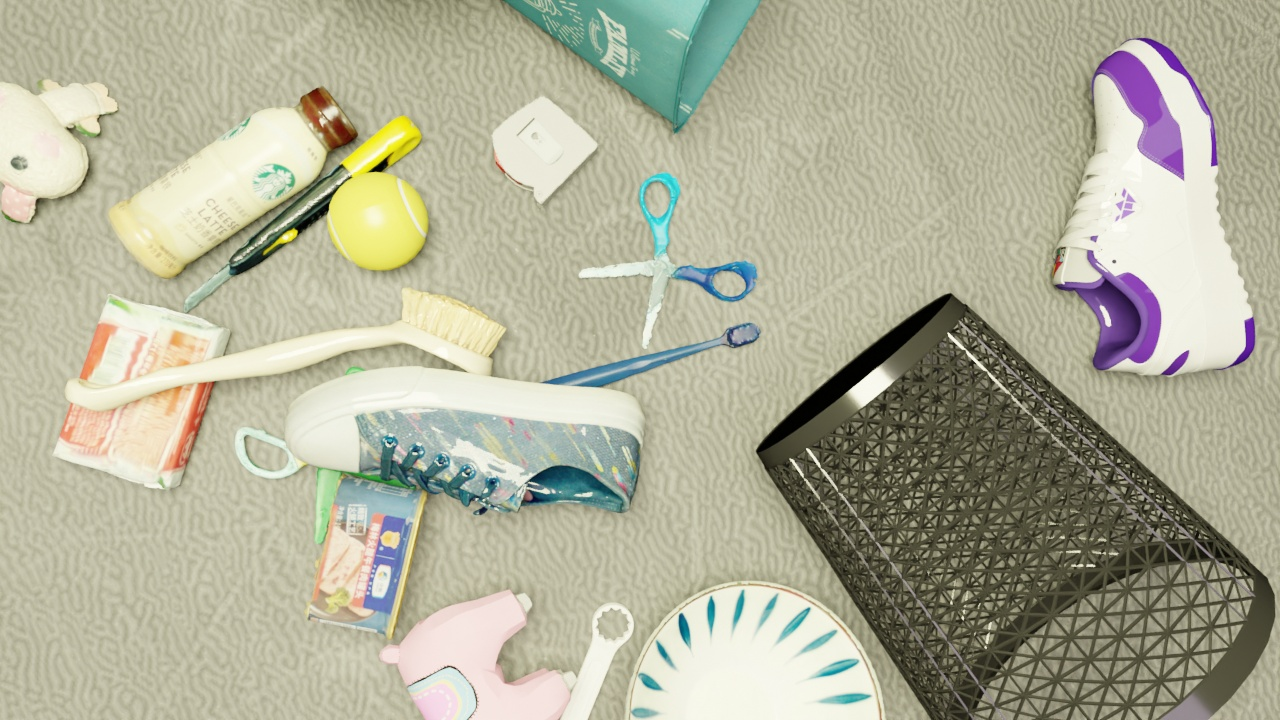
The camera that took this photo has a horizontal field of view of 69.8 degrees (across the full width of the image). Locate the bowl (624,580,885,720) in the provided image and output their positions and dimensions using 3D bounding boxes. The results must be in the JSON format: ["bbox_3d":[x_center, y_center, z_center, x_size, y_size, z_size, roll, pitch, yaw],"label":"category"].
[{"bbox_3d":[0.069,0.242,0.621,0.177,0.071,0.177,4,72,-11],"label":"bowl"}]

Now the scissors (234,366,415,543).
[{"bbox_3d":[-0.217,0.064,0.634,0.131,0.011,0.125,10,90,-8],"label":"scissors"}]

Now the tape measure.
[{"bbox_3d":[-0.070,-0.149,0.650,0.062,0.020,0.060,44,85,-3],"label":"tape measure"}]

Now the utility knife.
[{"bbox_3d":[-0.234,-0.098,0.629,0.203,0.029,0.020,-39,87,-4],"label":"utility knife"}]

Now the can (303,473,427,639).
[{"bbox_3d":[-0.182,0.130,0.611,0.059,0.054,0.100,13,90,-9],"label":"can"}]

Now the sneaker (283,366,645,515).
[{"bbox_3d":[-0.108,0.060,0.592,0.235,0.088,0.079,3,55,-13],"label":"sneaker"}]

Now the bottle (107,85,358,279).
[{"bbox_3d":[-0.266,-0.122,0.611,0.162,0.056,0.056,-36,92,-6],"label":"bottle"}]

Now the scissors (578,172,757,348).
[{"bbox_3d":[0.024,-0.069,0.661,0.133,0.014,0.127,15,87,-7],"label":"scissors"}]

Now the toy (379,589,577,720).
[{"bbox_3d":[-0.122,0.230,0.595,0.157,0.067,0.123,-31,84,-21],"label":"toy"}]

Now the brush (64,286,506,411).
[{"bbox_3d":[-0.222,-0.001,0.597,0.272,0.062,0.077,-8,83,-14],"label":"brush"}]

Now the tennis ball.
[{"bbox_3d":[-0.176,-0.093,0.615,0.065,0.065,0.065,0,88,-6],"label":"tennis ball"}]

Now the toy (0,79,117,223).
[{"bbox_3d":[-0.404,-0.146,0.604,0.112,0.050,0.087,-45,94,0],"label":"toy"}]

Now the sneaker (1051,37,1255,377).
[{"bbox_3d":[0.347,-0.101,0.665,0.111,0.092,0.244,-15,90,3],"label":"sneaker"}]

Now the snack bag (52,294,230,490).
[{"bbox_3d":[-0.330,0.021,0.611,0.077,0.036,0.116,17,87,-6],"label":"snack bag"}]

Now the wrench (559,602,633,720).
[{"bbox_3d":[-0.066,0.300,0.645,0.047,0.009,0.273,23,86,-5],"label":"wrench"}]

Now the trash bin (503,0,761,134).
[{"bbox_3d":[-0.017,-0.299,0.583,0.218,0.196,0.199,31,85,2],"label":"trash bin"}]

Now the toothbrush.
[{"bbox_3d":[-0.004,0.004,0.655,0.190,0.017,0.016,-16,89,-6],"label":"toothbrush"}]

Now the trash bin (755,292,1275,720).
[{"bbox_3d":[0.215,0.102,0.589,0.217,0.217,0.243,-40,86,-6],"label":"trash bin"}]
